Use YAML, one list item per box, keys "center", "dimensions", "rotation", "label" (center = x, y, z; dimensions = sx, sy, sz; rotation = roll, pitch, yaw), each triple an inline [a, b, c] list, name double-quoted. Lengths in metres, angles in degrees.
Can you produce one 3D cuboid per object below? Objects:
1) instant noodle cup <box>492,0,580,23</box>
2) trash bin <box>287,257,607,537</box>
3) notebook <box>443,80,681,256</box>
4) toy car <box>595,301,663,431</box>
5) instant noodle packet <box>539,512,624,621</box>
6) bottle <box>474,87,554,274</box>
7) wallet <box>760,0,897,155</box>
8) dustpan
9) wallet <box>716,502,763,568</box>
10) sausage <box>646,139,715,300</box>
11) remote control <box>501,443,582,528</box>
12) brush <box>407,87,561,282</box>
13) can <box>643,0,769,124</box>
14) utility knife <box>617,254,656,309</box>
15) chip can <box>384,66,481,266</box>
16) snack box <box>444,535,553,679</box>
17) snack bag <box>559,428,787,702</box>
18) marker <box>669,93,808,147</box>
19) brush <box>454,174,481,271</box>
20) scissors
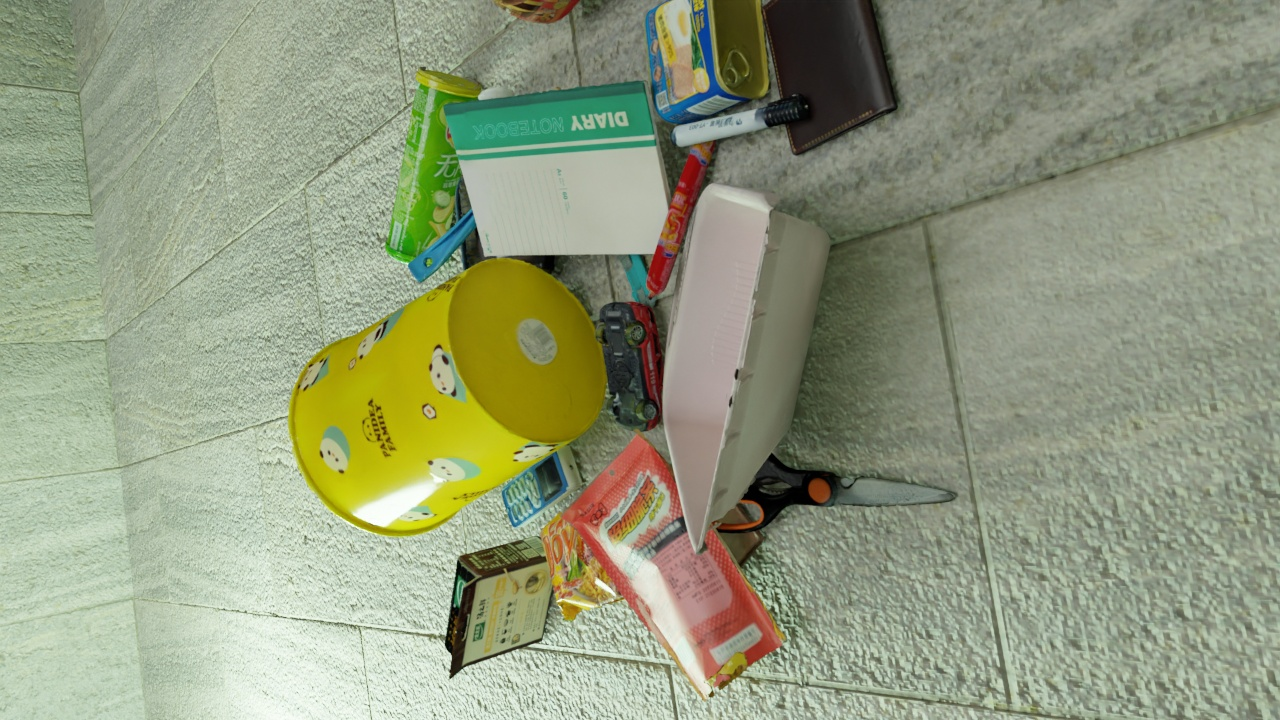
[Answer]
- center: [-0.082, -0.380, 0.824]
  dimensions: [0.109, 0.137, 0.138]
  rotation: [-33, 69, 54]
  label: "instant noodle cup"
- center: [-0.185, 0.033, 0.910]
  dimensions: [0.256, 0.229, 0.229]
  rotation: [-28, 73, 40]
  label: "trash bin"
- center: [-0.072, -0.164, 0.818]
  dimensions: [0.209, 0.012, 0.150]
  rotation: [2, 121, 28]
  label: "notebook"
- center: [-0.005, 0.005, 0.829]
  dimensions: [0.053, 0.045, 0.120]
  rotation: [7, 106, 48]
  label: "toy car"
- center: [-0.048, 0.190, 0.896]
  dimensions: [0.129, 0.044, 0.110]
  rotation: [-31, 67, 45]
  label: "instant noodle packet"
- center: [-0.135, -0.180, 0.940]
  dimensions: [0.080, 0.044, 0.195]
  rotation: [-9, 86, 10]
  label: "bottle"
- center: [0.135, -0.224, 0.675]
  dimensions: [0.097, 0.020, 0.122]
  rotation: [-18, 82, 52]
  label: "wallet"
- center: [0.041, -0.018, 0.663]
  dimensions: [0.139, 0.272, 0.223]
  rotation: [16, 104, 20]
  label: "dustpan"
- center: [0.049, 0.152, 0.804]
  dimensions: [0.101, 0.020, 0.116]
  rotation: [55, 127, 30]
  label: "wallet"
- center: [0.033, -0.125, 0.776]
  dimensions: [0.020, 0.020, 0.156]
  rotation: [27, 101, 43]
  label: "sausage"
- center: [-0.105, 0.134, 0.966]
  dimensions: [0.125, 0.024, 0.049]
  rotation: [-39, 65, 44]
  label: "remote control"
- center: [-0.137, -0.166, 0.899]
  dimensions: [0.255, 0.045, 0.083]
  rotation: [-41, 73, 17]
  label: "brush"
- center: [0.051, -0.249, 0.737]
  dimensions: [0.083, 0.057, 0.102]
  rotation: [-8, 87, 50]
  label: "can"
- center: [-0.020, -0.117, 0.858]
  dimensions: [0.029, 0.013, 0.171]
  rotation: [-39, 65, 43]
  label: "utility knife"
- center: [-0.239, -0.214, 1.047]
  dimensions: [0.072, 0.072, 0.222]
  rotation: [38, 120, 39]
  label: "chip can"
- center: [-0.151, 0.253, 0.952]
  dimensions: [0.053, 0.125, 0.113]
  rotation: [30, 115, 43]
  label: "snack box"
- center: [0.024, 0.172, 0.764]
  dimensions: [0.208, 0.073, 0.129]
  rotation: [52, 124, 20]
  label: "snack bag"
- center: [0.075, -0.187, 0.721]
  dimensions: [0.131, 0.018, 0.022]
  rotation: [2, 74, 45]
  label: "marker"
- center: [-0.170, -0.135, 0.995]
  dimensions: [0.074, 0.055, 0.144]
  rotation: [160, 102, -71]
  label: "brush"
- center: [0.132, 0.111, 0.704]
  dimensions: [0.235, 0.021, 0.125]
  rotation: [21, 110, 38]
  label: "scissors"
